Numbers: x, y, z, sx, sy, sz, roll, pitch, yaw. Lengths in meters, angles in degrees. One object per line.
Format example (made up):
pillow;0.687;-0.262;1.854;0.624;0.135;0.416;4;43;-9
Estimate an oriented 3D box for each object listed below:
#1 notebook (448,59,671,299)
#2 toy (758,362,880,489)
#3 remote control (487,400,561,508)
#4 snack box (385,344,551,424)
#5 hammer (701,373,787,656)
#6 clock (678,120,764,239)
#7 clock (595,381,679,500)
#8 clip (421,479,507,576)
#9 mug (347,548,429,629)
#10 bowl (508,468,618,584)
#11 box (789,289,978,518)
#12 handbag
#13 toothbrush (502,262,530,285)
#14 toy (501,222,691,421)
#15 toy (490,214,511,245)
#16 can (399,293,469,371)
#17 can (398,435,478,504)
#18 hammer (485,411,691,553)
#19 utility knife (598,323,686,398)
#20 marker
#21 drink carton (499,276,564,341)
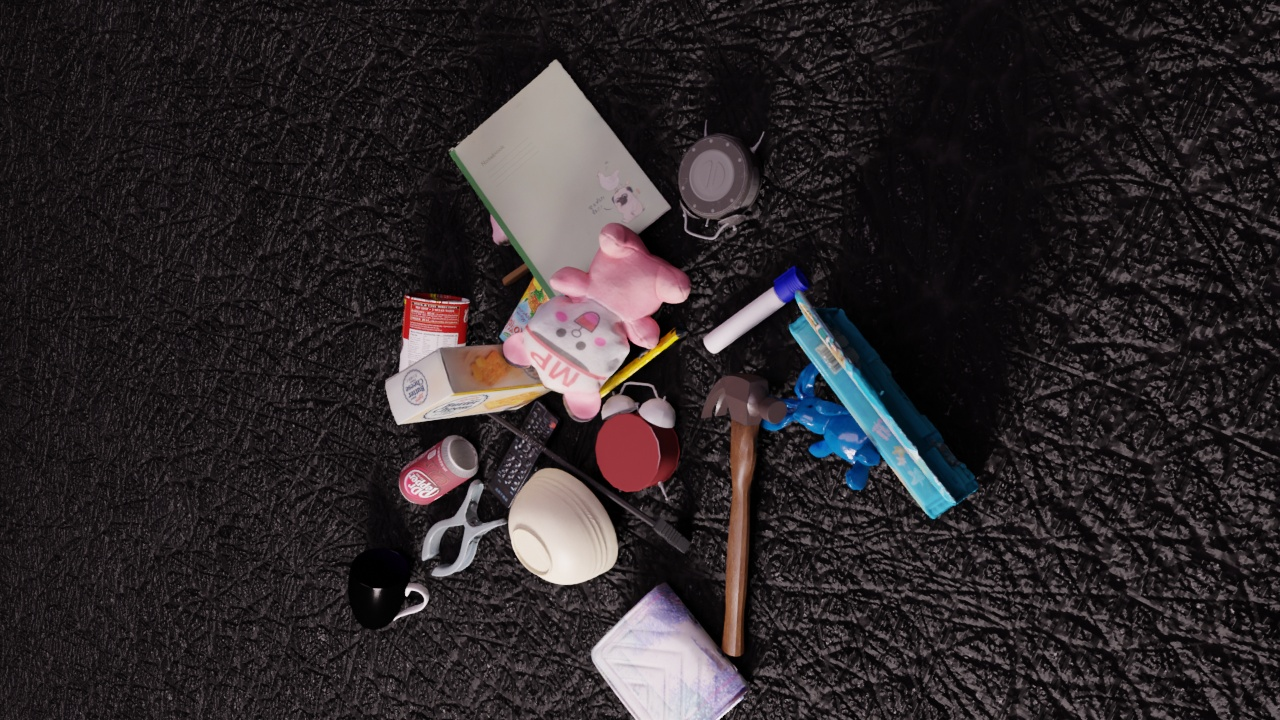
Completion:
notebook;-0.103;-0.220;1.112;0.182;0.010;0.252;-38;73;10
toy;0.191;0.060;0.930;0.176;0.071;0.113;48;124;49
remote control;-0.150;0.123;1.204;0.047;0.022;0.150;42;113;25
snack box;-0.192;0.025;1.110;0.104;0.207;0.057;-26;78;33
hammer;0.108;0.172;1.008;0.115;0.033;0.323;23;116;58
clock;0.087;-0.194;1.001;0.091;0.043;0.123;21;105;31
clock;-0.002;0.094;1.082;0.096;0.048;0.137;4;95;34
clip;-0.240;0.253;1.273;0.107;0.027;0.164;49;119;19
mug;-0.369;0.345;1.344;0.119;0.084;0.100;16;119;2
bowl;-0.108;0.214;1.119;0.151;0.075;0.151;25;130;33
box;0.218;0.041;0.851;0.056;0.185;0.227;-40;72;19
handbag;0.037;0.359;1.074;0.127;0.069;0.158;-47;69;13
toothbrush;-0.116;-0.135;1.161;0.167;0.016;0.016;-30;77;32
toy;-0.050;-0.046;1.053;0.142;0.084;0.213;37;97;-5
toy;-0.160;-0.204;1.164;0.099;0.052;0.095;-38;59;19
can;-0.279;-0.027;1.237;0.087;0.086;0.116;13;101;33
can;-0.279;0.152;1.267;0.114;0.063;0.063;-33;76;32
hammer;-0.081;0.133;1.117;0.325;0.095;0.015;29;78;29
utility knife;-0.006;0.006;1.085;0.017;0.030;0.163;45;117;-7
marker;0.124;-0.053;1.001;0.133;0.023;0.027;-37;52;31
drink carton;-0.133;-0.066;1.164;0.044;0.038;0.129;44;116;23
